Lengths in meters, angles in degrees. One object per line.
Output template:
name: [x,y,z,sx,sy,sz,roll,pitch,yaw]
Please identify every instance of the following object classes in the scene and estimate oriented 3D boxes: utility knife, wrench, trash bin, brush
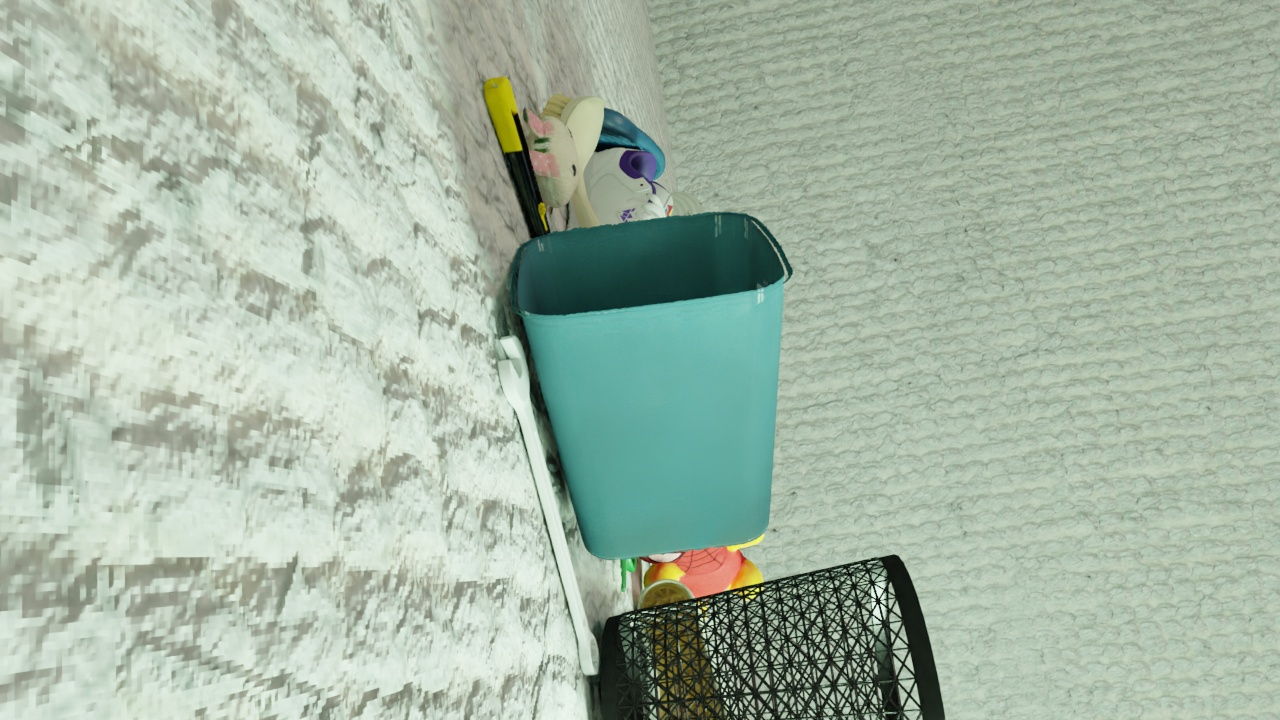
utility knife: [-0.096,-0.151,0.766,0.028,0.020,0.174,-80,161,-50]
wrench: [-0.065,0.112,0.671,0.047,0.009,0.273,-77,156,-72]
trash bin: [0.102,0.281,0.749,0.217,0.243,0.217,-5,88,-85]
trash bin: [0.014,0.019,0.723,0.196,0.199,0.219,-99,-178,-65]
brush: [-0.044,-0.128,0.881,0.061,0.078,0.272,-7,82,-48]

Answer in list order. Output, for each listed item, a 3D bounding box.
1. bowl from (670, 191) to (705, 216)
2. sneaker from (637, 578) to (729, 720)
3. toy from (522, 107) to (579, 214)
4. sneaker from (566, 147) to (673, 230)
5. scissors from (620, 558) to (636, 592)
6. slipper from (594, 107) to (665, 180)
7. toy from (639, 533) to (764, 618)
bowl: [0.006,-0.149,1.214,0.070,0.178,0.177,16,55,-35]
sneaker: [0.047,0.345,0.936,0.079,0.087,0.235,78,2,-60]
toy: [-0.080,-0.176,0.826,0.112,0.050,0.087,54,26,-61]
sneaker: [-0.017,-0.136,0.977,0.092,0.111,0.243,70,12,-53]
scissors: [-0.020,0.173,0.920,0.125,0.011,0.127,63,17,-71]
slipper: [-0.037,-0.249,1.096,0.213,0.104,0.059,24,77,-72]
toy: [0.058,0.201,1.029,0.099,0.147,0.216,39,-24,52]
